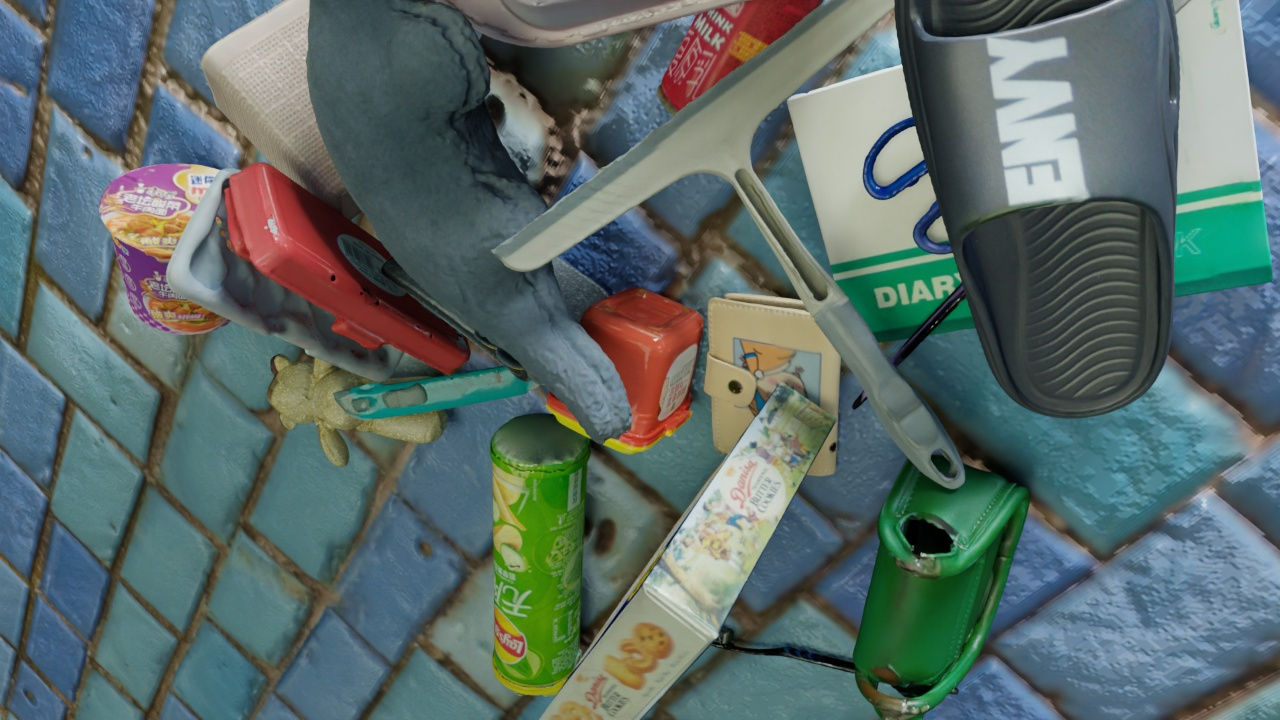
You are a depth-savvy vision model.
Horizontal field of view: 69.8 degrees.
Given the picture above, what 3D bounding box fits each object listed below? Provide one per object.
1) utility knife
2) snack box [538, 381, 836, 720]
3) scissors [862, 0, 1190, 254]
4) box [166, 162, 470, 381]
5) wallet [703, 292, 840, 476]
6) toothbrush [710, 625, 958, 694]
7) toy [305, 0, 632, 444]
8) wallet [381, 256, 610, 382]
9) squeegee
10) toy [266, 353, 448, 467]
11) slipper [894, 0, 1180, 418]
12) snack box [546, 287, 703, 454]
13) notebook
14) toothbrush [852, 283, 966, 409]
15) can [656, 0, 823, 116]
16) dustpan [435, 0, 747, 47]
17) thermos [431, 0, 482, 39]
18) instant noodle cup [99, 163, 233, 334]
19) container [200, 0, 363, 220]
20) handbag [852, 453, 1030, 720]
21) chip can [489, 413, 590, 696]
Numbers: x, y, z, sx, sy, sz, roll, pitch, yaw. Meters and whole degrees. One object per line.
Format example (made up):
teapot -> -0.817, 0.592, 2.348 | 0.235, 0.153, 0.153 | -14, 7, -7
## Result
utility knife -> -0.148, 0.023, 0.672 | 0.161, 0.013, 0.029 | -9, 106, 7
snack box -> 0.028, 0.125, 0.538 | 0.046, 0.182, 0.178 | 36, 133, 7
scissors -> 0.179, -0.129, 0.445 | 0.128, 0.012, 0.174 | 24, 121, 16
box -> -0.203, -0.042, 0.589 | 0.092, 0.201, 0.094 | -30, 63, 11
wallet -> 0.081, 0.014, 0.570 | 0.087, 0.024, 0.115 | 8, 123, 22
toothbrush -> 0.124, 0.209, 0.645 | 0.190, 0.014, 0.016 | 5, 90, 25
toy -> -0.114, -0.112, 0.504 | 0.138, 0.091, 0.356 | 8, 129, 63
wallet -> -0.090, -0.047, 0.588 | 0.121, 0.097, 0.019 | 35, 134, 9
squeegee -> 0.097, -0.033, 0.480 | 0.246, 0.039, 0.246 | -36, 100, 4
toy -> -0.221, 0.030, 0.720 | 0.157, 0.066, 0.105 | 6, 106, 19
slipper -> 0.189, -0.071, 0.407 | 0.111, 0.083, 0.268 | -12, 119, 21
snack box -> -0.003, 0.003, 0.573 | 0.082, 0.091, 0.080 | 24, 114, 16
notebook -> 0.192, -0.091, 0.472 | 0.210, 0.012, 0.150 | -9, 109, 31
toothbrush -> 0.173, -0.034, 0.494 | 0.017, 0.014, 0.189 | 30, 125, -5
can -> 0.062, -0.183, 0.472 | 0.053, 0.053, 0.133 | 38, 124, 7
dustpan -> -0.009, -0.270, 0.423 | 0.273, 0.138, 0.223 | -15, 108, 0
thermos -> -0.088, -0.262, 0.507 | 0.073, 0.073, 0.225 | 41, 124, 6
instant noodle cup -> -0.354, -0.081, 0.712 | 0.111, 0.111, 0.099 | 34, 132, 10
container -> -0.203, -0.157, 0.591 | 0.111, 0.090, 0.090 | 51, 162, -5
handbag -> 0.166, 0.127, 0.521 | 0.068, 0.119, 0.131 | 18, 122, 26
chip can -> -0.076, 0.146, 0.685 | 0.073, 0.072, 0.222 | 16, 118, 21
